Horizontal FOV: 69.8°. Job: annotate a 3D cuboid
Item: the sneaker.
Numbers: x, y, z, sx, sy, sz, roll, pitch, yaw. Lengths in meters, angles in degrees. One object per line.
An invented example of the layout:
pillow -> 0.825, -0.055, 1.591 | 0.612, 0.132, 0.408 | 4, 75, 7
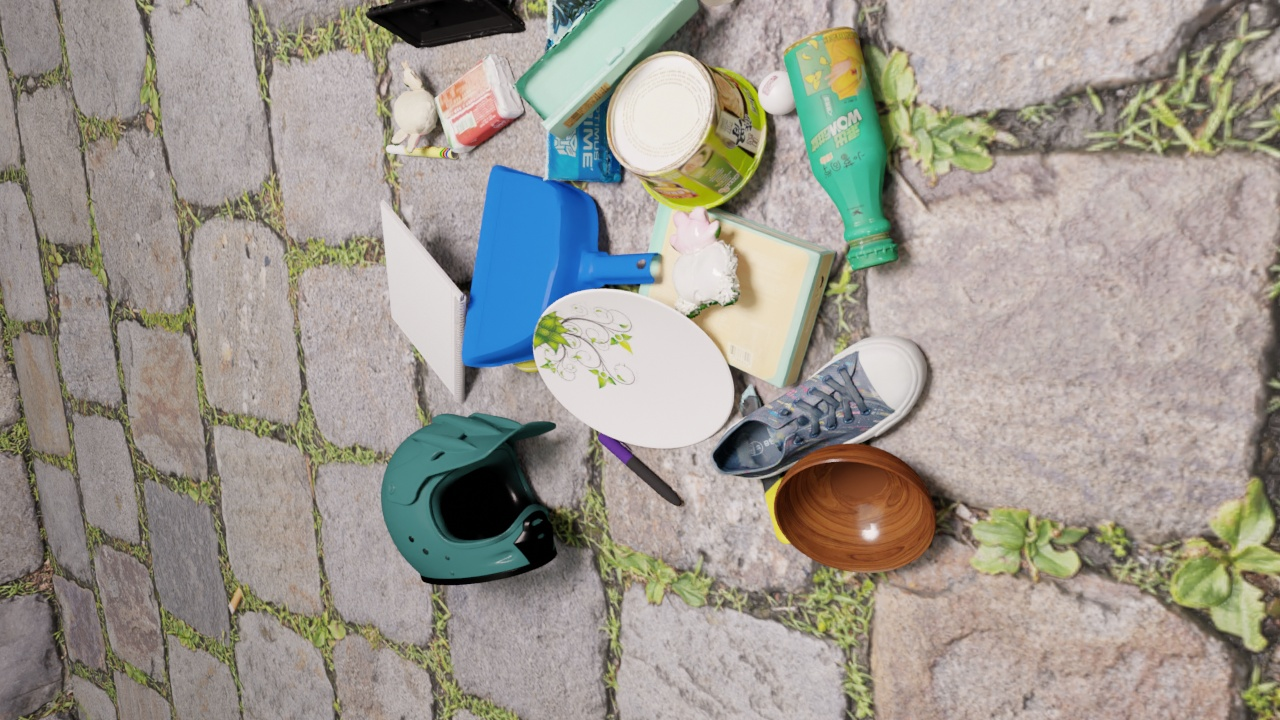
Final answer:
sneaker -> 0.165, 0.057, 0.883 | 0.236, 0.079, 0.087 | -34, 80, 31

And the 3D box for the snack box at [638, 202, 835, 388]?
snack box -> 0.089, -0.075, 0.943 | 0.194, 0.044, 0.142 | 26, 115, 31

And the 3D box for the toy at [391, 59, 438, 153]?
toy -> -0.289, -0.322, 1.177 | 0.087, 0.050, 0.112 | 25, 105, 51

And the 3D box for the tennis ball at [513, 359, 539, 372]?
tennis ball -> -0.131, -0.018, 1.118 | 0.065, 0.065, 0.065 | 10, 107, 36

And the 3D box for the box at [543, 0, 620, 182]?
box -> -0.082, -0.314, 0.975 | 0.094, 0.115, 0.243 | 13, 108, 36

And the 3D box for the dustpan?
dustpan -> -0.088, -0.106, 1.024 | 0.258, 0.059, 0.245 | 4, 84, 46

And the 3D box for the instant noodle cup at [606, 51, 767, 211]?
instant noodle cup -> 0.040, -0.225, 0.889 | 0.146, 0.097, 0.146 | -4, 82, 30

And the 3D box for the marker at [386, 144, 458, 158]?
marker -> -0.291, -0.277, 1.215 | 0.132, 0.014, 0.014 | 13, 108, 36

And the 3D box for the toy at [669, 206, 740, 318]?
toy -> 0.062, -0.099, 0.904 | 0.096, 0.041, 0.109 | -13, 89, 51

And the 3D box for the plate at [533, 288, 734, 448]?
plate -> -0.006, 0.006, 1.001 | 0.229, 0.030, 0.230 | 14, 136, 14

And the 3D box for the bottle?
bottle -> 0.186, -0.186, 0.824 | 0.068, 0.067, 0.209 | -13, 92, 40

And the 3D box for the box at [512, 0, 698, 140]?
box -> -0.033, -0.298, 0.870 | 0.188, 0.093, 0.077 | -41, 103, 8

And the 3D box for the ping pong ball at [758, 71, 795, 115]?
ping pong ball -> 0.132, -0.253, 0.869 | 0.040, 0.040, 0.040 | 10, 107, 36

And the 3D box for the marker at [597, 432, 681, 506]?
marker -> -0.001, 0.126, 1.082 | 0.134, 0.015, 0.018 | 39, 94, 25

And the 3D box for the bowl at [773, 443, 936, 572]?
bowl -> 0.205, 0.127, 0.873 | 0.147, 0.068, 0.147 | 10, 129, 13

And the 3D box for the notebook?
notebook -> -0.282, -0.068, 1.195 | 0.178, 0.013, 0.246 | 48, 151, 19

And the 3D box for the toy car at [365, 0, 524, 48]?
toy car -> -0.230, -0.433, 1.095 | 0.192, 0.094, 0.071 | 7, 84, 37

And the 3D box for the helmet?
helmet -> -0.212, 0.161, 1.152 | 0.276, 0.176, 0.200 | -11, 96, 42

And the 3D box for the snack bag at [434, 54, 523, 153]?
snack bag -> -0.198, -0.311, 1.119 | 0.116, 0.036, 0.077 | -22, 86, 40

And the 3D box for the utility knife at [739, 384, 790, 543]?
utility knife -> 0.136, 0.109, 0.967 | 0.029, 0.020, 0.172 | -16, 91, 32

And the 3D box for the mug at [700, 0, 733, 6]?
mug -> 0.077, -0.404, 0.858 | 0.112, 0.085, 0.089 | -33, 74, 2
